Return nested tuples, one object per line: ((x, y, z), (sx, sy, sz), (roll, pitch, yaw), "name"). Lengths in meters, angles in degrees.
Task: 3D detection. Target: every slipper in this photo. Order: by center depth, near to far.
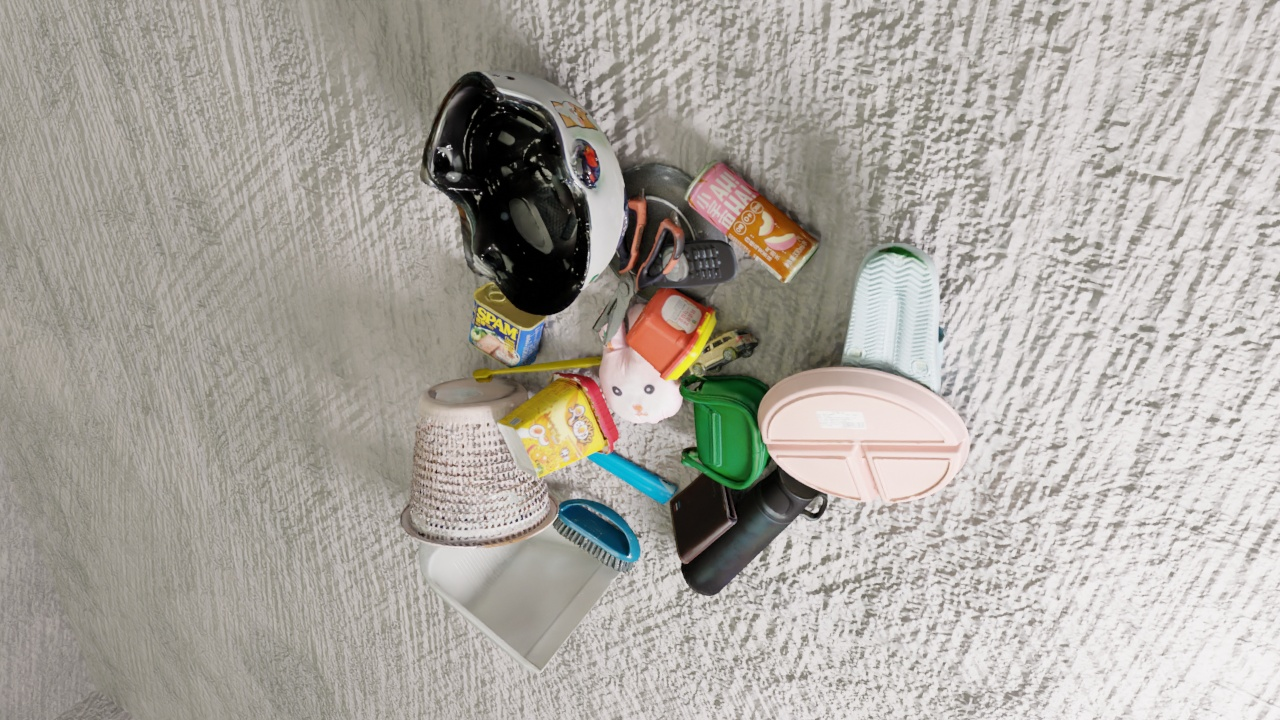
((0.262, -0.027, 0.946), (0.104, 0.074, 0.246), (8, 138, 21), "slipper")

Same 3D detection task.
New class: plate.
((0.240, 0.091, 1.010), (0.229, 0.028, 0.230), (14, 143, 11), "plate")
((0.019, -0.142, 1.081), (0.180, 0.024, 0.180), (16, 124, 26), "plate")

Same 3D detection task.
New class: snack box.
((0.036, -0.036, 1.079), (0.080, 0.091, 0.082), (37, 133, -5), "snack box")

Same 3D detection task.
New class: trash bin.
((-0.233, 0.133, 1.305), (0.228, 0.226, 0.192), (9, 108, 30), "trash bin")

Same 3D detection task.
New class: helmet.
((-0.109, -0.200, 1.041), (0.274, 0.156, 0.231), (55, 137, 3), "helmet")

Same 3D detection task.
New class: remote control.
((0.059, -0.110, 1.037), (0.137, 0.024, 0.053), (0, 110, 44), "remote control")

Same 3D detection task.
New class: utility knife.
((-0.046, 0.140, 1.294), (0.216, 0.018, 0.034), (28, 120, 18), "utility knife")

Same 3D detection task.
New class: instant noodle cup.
((-0.113, 0.089, 1.219), (0.116, 0.123, 0.116), (8, 124, 60), "instant noodle cup")

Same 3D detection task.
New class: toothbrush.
((-0.134, 0.012, 1.234), (0.190, 0.015, 0.017), (-6, 136, 11), "toothbrush")

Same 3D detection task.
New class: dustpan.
((-0.195, 0.296, 1.359), (0.258, 0.222, 0.143), (7, 133, 42), "dustpan")

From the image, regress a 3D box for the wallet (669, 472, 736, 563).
((0.081, 0.199, 1.207), (0.123, 0.020, 0.096), (-50, 40, 41), "wallet")

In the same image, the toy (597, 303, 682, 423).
((-0.007, 0.007, 1.170), (0.121, 0.054, 0.159), (-7, 106, 36), "toy")

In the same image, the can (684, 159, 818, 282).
((0.119, -0.149, 0.986), (0.147, 0.057, 0.058), (41, 131, 7), "can")

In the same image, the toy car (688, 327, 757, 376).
((0.096, -0.008, 1.097), (0.091, 0.042, 0.035), (-32, 74, 37), "toy car")

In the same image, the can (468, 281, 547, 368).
((-0.183, -0.045, 1.253), (0.102, 0.057, 0.083), (31, 131, 16), "can")

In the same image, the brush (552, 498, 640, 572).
((-0.060, 0.248, 1.345), (0.144, 0.055, 0.074), (31, 114, 16), "brush")

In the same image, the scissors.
((-0.016, -0.106, 1.086), (0.203, 0.015, 0.204), (0, 106, 48), "scissors")

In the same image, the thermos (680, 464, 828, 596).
((0.148, 0.224, 1.184), (0.090, 0.068, 0.243), (29, 131, -9), "thermos")

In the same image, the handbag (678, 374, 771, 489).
((0.103, 0.086, 1.127), (0.120, 0.067, 0.131), (9, 122, 27), "handbag")
